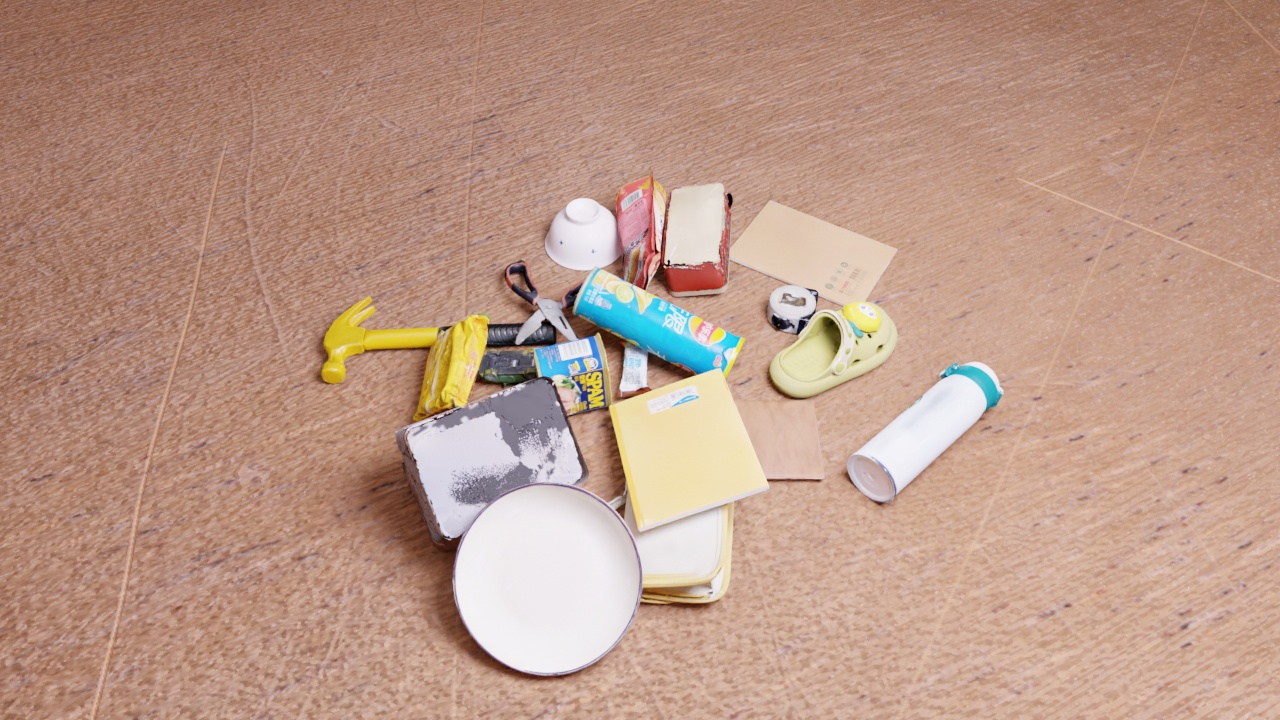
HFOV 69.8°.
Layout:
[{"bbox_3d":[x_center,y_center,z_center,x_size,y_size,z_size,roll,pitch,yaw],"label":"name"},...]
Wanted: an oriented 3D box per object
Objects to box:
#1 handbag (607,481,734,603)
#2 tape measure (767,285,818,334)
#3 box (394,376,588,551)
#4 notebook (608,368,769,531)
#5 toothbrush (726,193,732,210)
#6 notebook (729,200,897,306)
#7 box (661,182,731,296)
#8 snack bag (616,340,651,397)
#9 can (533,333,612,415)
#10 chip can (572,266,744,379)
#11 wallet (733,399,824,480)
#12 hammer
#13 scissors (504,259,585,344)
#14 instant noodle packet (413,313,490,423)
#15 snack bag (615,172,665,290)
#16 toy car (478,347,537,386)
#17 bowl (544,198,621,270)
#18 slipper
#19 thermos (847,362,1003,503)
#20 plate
[{"bbox_3d":[0.012,0.186,1.009,0.179,0.063,0.163,-6,48,14],"label":"handbag"},{"bbox_3d":[0.204,-0.069,1.234,0.066,0.034,0.065,9,48,7],"label":"tape measure"},{"bbox_3d":[-0.171,0.116,1.043,0.181,0.166,0.150,-21,94,-22],"label":"box"},{"bbox_3d":[0.048,0.093,1.031,0.146,0.010,0.206,-19,38,2],"label":"notebook"},{"bbox_3d":[0.120,-0.179,1.344,0.014,0.016,0.189,13,53,-1],"label":"toothbrush"},{"bbox_3d":[0.247,-0.155,1.324,0.208,0.008,0.147,25,53,20],"label":"notebook"},{"bbox_3d":[0.081,-0.177,1.287,0.091,0.078,0.168,-4,49,13],"label":"box"},{"bbox_3d":[-0.007,0.007,1.173,0.048,0.026,0.104,-5,50,4],"label":"snack bag"},{"bbox_3d":[-0.082,0.022,1.112,0.083,0.102,0.057,-13,51,-8],"label":"can"},{"bbox_3d":[0.022,-0.042,1.156,0.210,0.071,0.071,27,53,4],"label":"chip can"},{"bbox_3d":[0.165,0.095,1.104,0.101,0.020,0.115,1,52,0],"label":"wallet"},{"bbox_3d":[-0.261,-0.032,1.202,0.301,0.033,0.128,-2,51,-2],"label":"hammer"},{"bbox_3d":[-0.123,-0.081,1.226,0.189,0.015,0.224,22,38,22],"label":"scissors"},{"bbox_3d":[-0.228,0.011,1.111,0.044,0.111,0.128,26,61,-32],"label":"instant noodle packet"},{"bbox_3d":[0.000,-0.159,1.257,0.073,0.129,0.207,14,45,-14],"label":"snack bag"},{"bbox_3d":[-0.159,0.010,1.163,0.091,0.036,0.043,2,51,0],"label":"toy car"},{"bbox_3d":[-0.080,-0.192,1.319,0.118,0.065,0.118,0,50,-1],"label":"bowl"},{"bbox_3d":[0.250,-0.022,1.165,0.190,0.082,0.091,-29,58,-20],"label":"slipper"},{"bbox_3d":[0.341,0.076,1.089,0.223,0.073,0.073,-34,58,-26],"label":"thermos"},{"bbox_3d":[-0.093,0.220,0.938,0.192,0.039,0.192,0,84,3],"label":"plate"}]
